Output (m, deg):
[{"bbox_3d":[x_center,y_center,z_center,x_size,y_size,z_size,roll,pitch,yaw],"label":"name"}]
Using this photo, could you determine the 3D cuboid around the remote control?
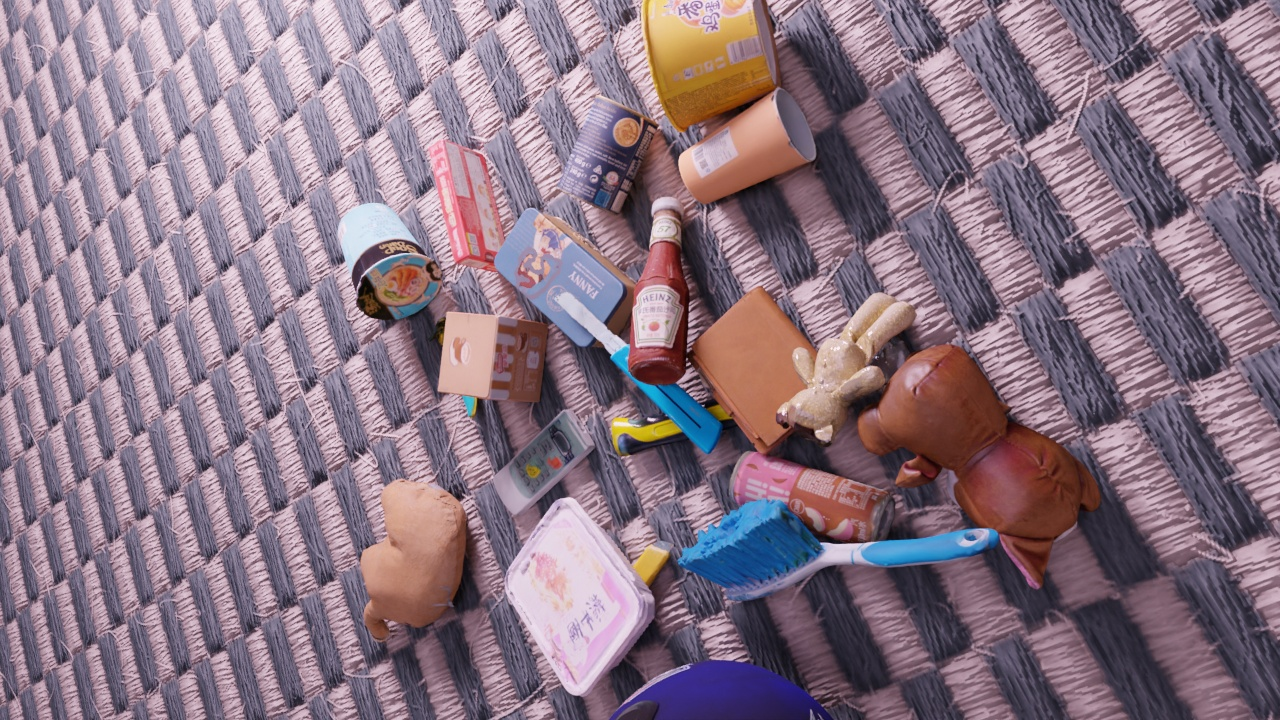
[{"bbox_3d":[-0.112,0.118,1.048,0.135,0.019,0.056,-43,67,20],"label":"remote control"}]

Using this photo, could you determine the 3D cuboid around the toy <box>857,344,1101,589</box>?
[{"bbox_3d":[0.283,0.084,0.771,0.199,0.131,0.140,41,67,15],"label":"toy"}]

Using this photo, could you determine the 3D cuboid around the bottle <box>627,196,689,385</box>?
[{"bbox_3d":[0.023,-0.076,0.937,0.060,0.059,0.205,-11,59,29],"label":"bottle"}]

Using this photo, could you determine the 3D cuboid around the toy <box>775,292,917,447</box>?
[{"bbox_3d":[0.185,0.005,0.813,0.157,0.066,0.105,-52,40,-9],"label":"toy"}]

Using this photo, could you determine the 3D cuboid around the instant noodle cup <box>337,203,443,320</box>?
[{"bbox_3d":[-0.320,-0.130,1.146,0.111,0.111,0.120,-45,58,19],"label":"instant noodle cup"}]

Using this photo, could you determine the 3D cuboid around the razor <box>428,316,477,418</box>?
[{"bbox_3d":[-0.221,0.012,1.114,0.043,0.028,0.132,-48,60,43],"label":"razor"}]

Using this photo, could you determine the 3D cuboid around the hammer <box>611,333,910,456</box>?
[{"bbox_3d":[0.113,0.047,0.918,0.324,0.031,0.126,-18,77,27],"label":"hammer"}]

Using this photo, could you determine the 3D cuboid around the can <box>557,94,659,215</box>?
[{"bbox_3d":[-0.037,-0.221,1.000,0.075,0.075,0.111,31,101,28],"label":"can"}]

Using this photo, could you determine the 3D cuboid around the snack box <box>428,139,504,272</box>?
[{"bbox_3d":[-0.203,-0.183,1.092,0.026,0.075,0.152,-22,76,28],"label":"snack box"}]

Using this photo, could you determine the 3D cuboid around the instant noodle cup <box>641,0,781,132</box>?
[{"bbox_3d":[0.075,-0.310,0.915,0.110,0.138,0.138,-11,80,19],"label":"instant noodle cup"}]

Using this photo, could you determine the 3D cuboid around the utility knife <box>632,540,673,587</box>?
[{"bbox_3d":[-0.012,0.255,0.981,0.033,0.015,0.164,41,106,29],"label":"utility knife"}]

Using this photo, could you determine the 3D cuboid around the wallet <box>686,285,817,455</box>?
[{"bbox_3d":[0.116,0.010,0.883,0.108,0.031,0.131,-44,66,16],"label":"wallet"}]

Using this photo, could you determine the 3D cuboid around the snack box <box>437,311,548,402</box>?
[{"bbox_3d":[-0.167,-0.003,1.046,0.077,0.094,0.092,6,89,30],"label":"snack box"}]

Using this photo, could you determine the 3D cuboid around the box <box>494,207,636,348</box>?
[{"bbox_3d":[-0.076,-0.087,1.020,0.184,0.061,0.090,40,106,28],"label":"box"}]

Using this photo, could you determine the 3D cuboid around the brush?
[{"bbox_3d":[0.157,0.162,0.809,0.109,0.060,0.316,45,141,-5],"label":"brush"}]

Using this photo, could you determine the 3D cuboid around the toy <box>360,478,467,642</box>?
[{"bbox_3d":[-0.278,0.256,1.103,0.143,0.082,0.226,27,102,34],"label":"toy"}]

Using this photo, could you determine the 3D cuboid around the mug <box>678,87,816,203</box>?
[{"bbox_3d":[0.103,-0.209,0.922,0.123,0.078,0.078,-23,75,31],"label":"mug"}]

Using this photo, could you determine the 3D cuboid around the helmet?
[{"bbox_3d":[0.049,0.413,0.803,0.316,0.247,0.240,-54,21,8],"label":"helmet"}]

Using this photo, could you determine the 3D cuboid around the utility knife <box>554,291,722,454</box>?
[{"bbox_3d":[-0.006,0.006,0.944,0.236,0.018,0.034,43,105,18],"label":"utility knife"}]

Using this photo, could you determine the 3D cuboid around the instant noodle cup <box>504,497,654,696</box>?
[{"bbox_3d":[-0.057,0.246,0.968,0.173,0.060,0.138,46,108,37],"label":"instant noodle cup"}]

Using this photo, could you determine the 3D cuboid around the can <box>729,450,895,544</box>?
[{"bbox_3d":[0.161,0.131,0.868,0.147,0.057,0.058,15,94,30],"label":"can"}]
